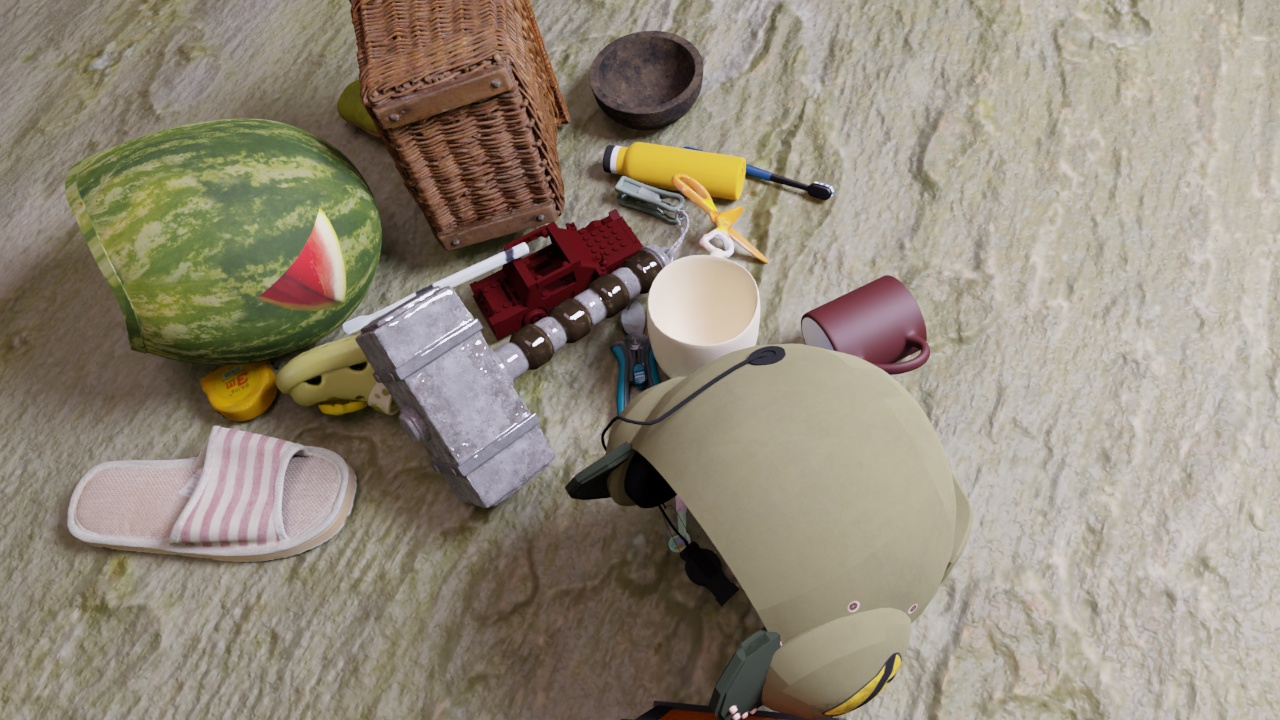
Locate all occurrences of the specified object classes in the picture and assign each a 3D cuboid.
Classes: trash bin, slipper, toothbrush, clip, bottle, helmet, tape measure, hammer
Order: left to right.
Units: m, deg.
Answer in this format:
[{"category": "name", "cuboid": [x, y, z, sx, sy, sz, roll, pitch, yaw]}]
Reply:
[{"category": "slipper", "cuboid": [-0.387, 0.117, 0.814, 0.263, 0.052, 0.114, -3, 62, 6]}, {"category": "tape measure", "cuboid": [-0.377, 0.028, 0.875, 0.068, 0.030, 0.059, -30, 62, -7]}, {"category": "helmet", "cuboid": [-0.360, -0.110, 0.841, 0.246, 0.213, 0.243, -23, 37, -27]}, {"category": "slipper", "cuboid": [-0.236, 0.008, 0.849, 0.191, 0.091, 0.081, -18, 99, 7]}, {"category": "toothbrush", "cuboid": [-0.189, -0.067, 0.851, 0.187, 0.017, 0.012, -24, 94, -1]}, {"category": "hammer", "cuboid": [-0.069, -0.029, 0.811, 0.325, 0.080, 0.177, -36, 104, -25]}, {"category": "clip", "cuboid": [0.011, -0.163, 0.935, 0.076, 0.044, 0.023, 22, 67, 18]}, {"category": "bottle", "cuboid": [0.033, -0.197, 0.941, 0.144, 0.043, 0.043, 12, 63, 13]}, {"category": "toothbrush", "cuboid": [0.032, 0.090, 0.797, 0.022, 0.015, 0.154, -22, 55, 32]}, {"category": "trash bin", "cuboid": [0.063, 0.297, 0.570, 0.140, 0.172, 0.139, 2, 74, 8]}, {"category": "toothbrush", "cuboid": [0.118, -0.194, 0.945, 0.168, 0.014, 0.014, 22, 32, 20]}, {"category": "helmet", "cuboid": [0.100, 0.108, 0.628, 0.232, 0.256, 0.250, -32, 59, -11]}]

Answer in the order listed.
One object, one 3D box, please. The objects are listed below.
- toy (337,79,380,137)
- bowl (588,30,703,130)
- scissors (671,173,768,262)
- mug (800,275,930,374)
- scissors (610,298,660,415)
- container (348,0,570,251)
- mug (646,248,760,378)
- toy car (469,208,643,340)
[{"category": "toy", "cuboid": [-0.288, -0.289, 1.030, 0.110, 0.051, 0.089, 17, 62, 19]}, {"category": "bowl", "cuboid": [0.009, -0.291, 0.990, 0.121, 0.056, 0.121, -3, 60, 5]}, {"category": "scissors", "cuboid": [0.076, -0.130, 0.877, 0.125, 0.011, 0.130, 38, 35, -14]}, {"category": "mug", "cuboid": [0.200, -0.017, 0.793, 0.082, 0.073, 0.105, -25, 36, -7]}, {"category": "scissors", "cuboid": [0.002, 0.007, 0.846, 0.146, 0.019, 0.133, 32, 67, 24]}, {"category": "container", "cuboid": [-0.162, -0.240, 0.863, 0.162, 0.250, 0.183, -15, 56, 3]}, {"category": "mug", "cuboid": [0.058, -0.036, 0.815, 0.096, 0.100, 0.120, 10, 60, 10]}, {"category": "toy car", "cuboid": [-0.079, -0.091, 0.885, 0.169, 0.062, 0.070, -28, 61, -9]}]
